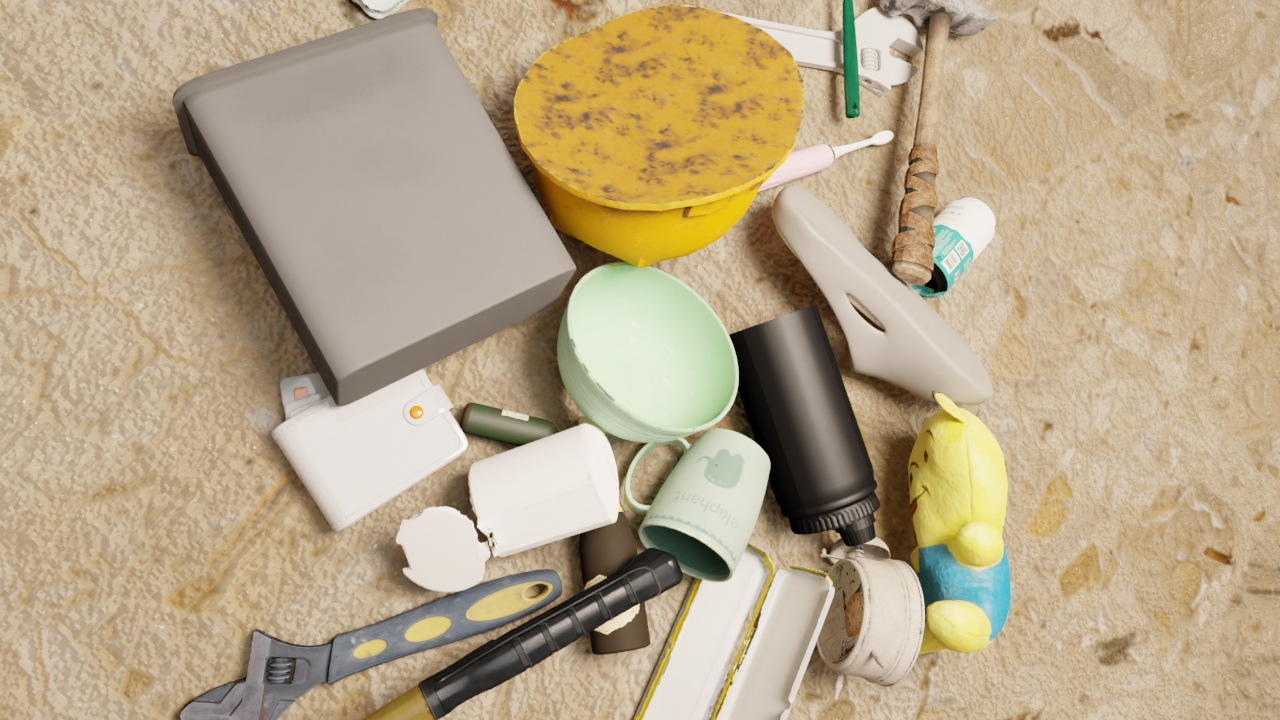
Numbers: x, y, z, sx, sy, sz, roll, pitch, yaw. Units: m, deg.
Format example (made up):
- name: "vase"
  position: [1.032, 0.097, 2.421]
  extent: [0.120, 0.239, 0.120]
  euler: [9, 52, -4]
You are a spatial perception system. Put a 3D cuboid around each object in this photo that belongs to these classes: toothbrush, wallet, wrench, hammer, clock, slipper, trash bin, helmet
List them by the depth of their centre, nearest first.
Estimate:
- name: "hammer"
  position: [-0.119, 0.216, 0.619]
  extent: [0.332, 0.118, 0.025]
  euler: [-26, 94, -18]
- name: "trash bin"
  position: [-0.183, -0.110, 0.652]
  extent: [0.191, 0.098, 0.220]
  euler: [-28, 85, -23]
- name: "wrench"
  position: [-0.184, 0.204, 0.662]
  extent: [0.272, 0.022, 0.073]
  euler: [-14, 88, -22]
- name: "wallet"
  position: [-0.201, 0.045, 0.672]
  extent: [0.118, 0.038, 0.115]
  euler: [-33, 89, -22]
- name: "helmet"
  position: [0.011, -0.160, 0.731]
  extent: [0.205, 0.132, 0.254]
  euler: [27, 52, 13]
- name: "clock"
  position: [0.184, 0.197, 0.777]
  extent: [0.061, 0.104, 0.156]
  euler: [13, 52, -12]
- name: "slipper"
  position: [0.199, -0.042, 0.824]
  extent: [0.266, 0.081, 0.112]
  euler: [39, 26, -16]
- name: "toothbrush"
  position: [0.147, -0.181, 0.848]
  extent: [0.222, 0.027, 0.027]
  euler: [-21, 103, -23]
- name: "hammer"
  position: [0.270, -0.222, 0.860]
  extent: [0.121, 0.049, 0.318]
  euler: [19, 71, -24]
- name: "toothbrush"
  position: [0.196, -0.322, 0.874]
  extent: [0.016, 0.017, 0.189]
  euler: [2, 81, -19]
- name: "wrench"
  position: [0.151, -0.310, 0.874]
  extent: [0.273, 0.018, 0.086]
  euler: [3, 81, -20]

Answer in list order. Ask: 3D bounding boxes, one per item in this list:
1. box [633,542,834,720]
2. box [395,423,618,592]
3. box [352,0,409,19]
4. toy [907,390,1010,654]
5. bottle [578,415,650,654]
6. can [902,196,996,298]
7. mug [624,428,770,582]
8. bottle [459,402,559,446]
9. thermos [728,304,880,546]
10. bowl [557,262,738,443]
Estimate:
- name: "box"
  position: [0.072, 0.253, 0.739]
  extent: [0.117, 0.057, 0.209]
  euler: [20, 71, 20]
- name: "box"
  position: [-0.097, 0.106, 0.672]
  extent: [0.166, 0.092, 0.083]
  euler: [-18, 121, 4]
- name: "box"
  position: [-0.162, -0.366, 0.733]
  extent: [0.214, 0.106, 0.127]
  euler: [-43, 122, -22]
- name: "toy"
  position: [0.272, 0.143, 0.788]
  extent: [0.084, 0.149, 0.213]
  euler: [5, 73, 3]
- name: "bottle"
  position: [-0.028, 0.133, 0.723]
  extent: [0.045, 0.045, 0.184]
  euler: [-3, 76, -22]
- name: "can"
  position: [0.294, -0.109, 0.879]
  extent: [0.101, 0.055, 0.055]
  euler: [-45, 99, -21]
- name: "mug"
  position: [0.043, 0.106, 0.741]
  extent: [0.111, 0.084, 0.103]
  euler: [24, 61, 10]
- name: "bottle"
  position: [-0.086, 0.056, 0.712]
  extent: [0.106, 0.025, 0.025]
  euler: [14, 77, -8]
- name: "thermos"
  position: [0.140, 0.061, 0.777]
  extent: [0.086, 0.086, 0.198]
  euler: [-19, 89, -23]
- name: "bowl"
  position: [-0.004, 0.004, 0.722]
  extent: [0.150, 0.077, 0.150]
  euler: [18, 51, -24]
